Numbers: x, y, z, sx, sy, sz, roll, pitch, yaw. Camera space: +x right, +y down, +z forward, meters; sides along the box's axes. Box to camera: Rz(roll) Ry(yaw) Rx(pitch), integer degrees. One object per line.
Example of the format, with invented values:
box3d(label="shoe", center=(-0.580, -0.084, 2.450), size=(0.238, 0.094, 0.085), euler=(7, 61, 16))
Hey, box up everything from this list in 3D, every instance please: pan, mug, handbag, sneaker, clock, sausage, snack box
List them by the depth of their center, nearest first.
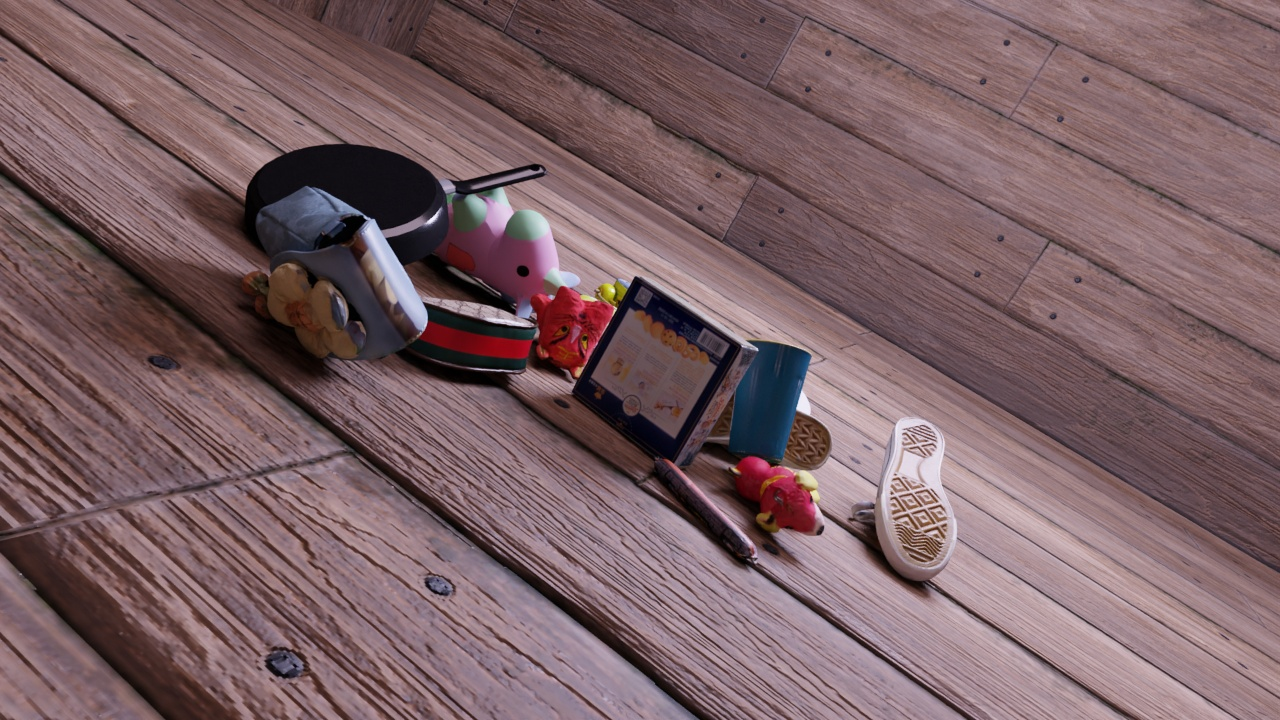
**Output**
box3d(label="handbag", center=(-0.262, -0.070, 0.757), size=(0.192, 0.118, 0.122), euler=(31, -29, 47))
box3d(label="sausage", center=(0.056, 0.133, 0.835), size=(0.020, 0.020, 0.155), euler=(14, 21, -46))
box3d(label="handbag", center=(-0.179, -0.035, 0.895), size=(0.138, 0.063, 0.166), euler=(27, 12, 33))
box3d(label="snack box", center=(0.022, 0.011, 0.931), size=(0.144, 0.145, 0.042), euler=(36, 15, 26))
box3d(label="mug", center=(0.134, 0.045, 0.986), size=(0.078, 0.121, 0.078), euler=(13, -8, 2))
box3d(label="pan", center=(-0.246, -0.187, 0.996), size=(0.354, 0.044, 0.204), euler=(-23, 51, -36))
box3d(label="sneaker", center=(0.306, 0.168, 1.056), size=(0.118, 0.088, 0.240), euler=(19, 38, 5))
box3d(label="sneaker", center=(0.108, 0.064, 1.059), size=(0.235, 0.087, 0.079), euler=(21, -8, -20))
box3d(label="clock", center=(-0.019, -0.080, 1.330), size=(0.083, 0.057, 0.119), euler=(40, 13, 30))

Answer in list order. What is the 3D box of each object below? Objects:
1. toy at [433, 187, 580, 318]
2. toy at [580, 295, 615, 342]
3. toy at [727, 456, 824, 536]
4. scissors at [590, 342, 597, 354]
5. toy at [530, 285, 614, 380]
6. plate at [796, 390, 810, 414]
box3d(label="toy", center=(-0.185, -0.135, 1.125), size=(0.223, 0.171, 0.119), euler=(3, 33, 40))
box3d(label="toy", center=(-0.055, -0.048, 1.195), size=(0.092, 0.043, 0.117), euler=(28, 16, -9))
box3d(label="toy", center=(0.136, 0.129, 0.924), size=(0.105, 0.067, 0.137), euler=(21, 7, -4))
box3d(label="scissors", center=(-0.005, 0.011, 1.073), size=(0.170, 0.014, 0.168), euler=(19, 15, 16))
box3d(label="toy", center=(-0.092, -0.025, 1.040), size=(0.088, 0.094, 0.133), euler=(18, -11, -11))
box3d(label="plate", center=(0.118, 0.008, 1.211), size=(0.242, 0.016, 0.242), euler=(22, 23, -10))
